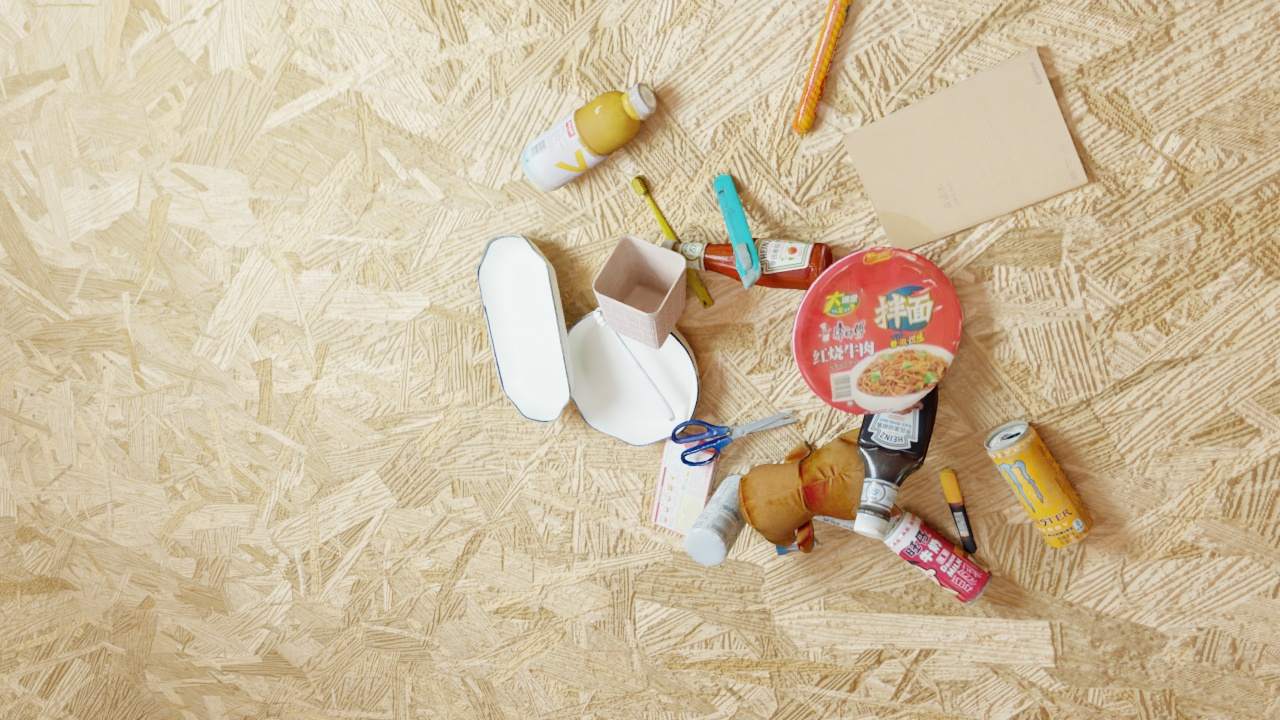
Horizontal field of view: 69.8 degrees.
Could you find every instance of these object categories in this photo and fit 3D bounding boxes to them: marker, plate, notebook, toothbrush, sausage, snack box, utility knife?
[{"bbox_3d":[0.250,0.210,1.227,0.131,0.018,0.023,15,129,21],"label":"marker"},{"bbox_3d":[-0.011,0.018,1.248,0.205,0.045,0.205,11,119,21],"label":"plate"},{"bbox_3d":[0.341,-0.215,0.974,0.212,0.012,0.149,-20,105,33],"label":"notebook"},{"bbox_3d":[-0.007,0.007,1.203,0.016,0.016,0.180,-29,99,37],"label":"toothbrush"},{"bbox_3d":[0.195,-0.319,0.989,0.021,0.021,0.165,24,123,15],"label":"sausage"},{"bbox_3d":[0.040,-0.148,1.157,0.016,0.016,0.190,-24,101,31],"label":"toothbrush"},{"bbox_3d":[0.397,0.189,1.143,0.018,0.015,0.124,-11,111,32],"label":"marker"},{"bbox_3d":[-0.151,-0.045,1.263,0.162,0.034,0.266,1,106,46],"label":"plate"},{"bbox_3d":[0.063,0.178,1.301,0.077,0.026,0.156,20,122,17],"label":"snack box"},{"bbox_3d":[0.112,-0.153,1.072,0.029,0.012,0.151,-22,68,19],"label":"utility knife"}]

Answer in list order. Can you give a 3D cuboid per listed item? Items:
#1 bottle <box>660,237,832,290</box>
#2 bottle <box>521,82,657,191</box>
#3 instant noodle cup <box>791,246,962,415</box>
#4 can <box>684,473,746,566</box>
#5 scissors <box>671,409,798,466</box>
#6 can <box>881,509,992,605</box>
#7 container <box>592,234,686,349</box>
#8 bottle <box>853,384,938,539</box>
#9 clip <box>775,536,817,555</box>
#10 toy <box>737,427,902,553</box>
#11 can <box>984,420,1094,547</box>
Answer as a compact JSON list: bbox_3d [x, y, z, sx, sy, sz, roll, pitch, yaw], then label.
[{"bbox_3d":[0.123,-0.120,1.099,0.206,0.059,0.060,8,117,22],"label":"bottle"},{"bbox_3d":[-0.062,-0.273,1.116,0.190,0.067,0.068,-25,101,34],"label":"bottle"},{"bbox_3d":[0.258,-0.037,1.037,0.194,0.066,0.194,-2,106,-7],"label":"instant noodle cup"},{"bbox_3d":[0.111,0.209,1.218,0.058,0.146,0.058,11,118,22],"label":"can"},{"bbox_3d":[0.128,0.104,1.216,0.174,0.012,0.125,7,121,3],"label":"scissors"},{"bbox_3d":[0.373,0.248,1.160,0.133,0.053,0.053,37,125,6],"label":"can"},{"bbox_3d":[0.004,-0.078,1.127,0.090,0.089,0.111,24,159,16],"label":"container"},{"bbox_3d":[0.290,0.109,1.068,0.080,0.044,0.194,13,76,22],"label":"bottle"},{"bbox_3d":[0.216,0.252,1.266,0.058,0.045,0.027,-5,110,23],"label":"clip"},{"bbox_3d":[0.226,0.164,1.156,0.200,0.130,0.140,-28,67,33],"label":"toy"},{"bbox_3d":[0.461,0.143,1.060,0.058,0.058,0.146,-31,98,35],"label":"can"}]
